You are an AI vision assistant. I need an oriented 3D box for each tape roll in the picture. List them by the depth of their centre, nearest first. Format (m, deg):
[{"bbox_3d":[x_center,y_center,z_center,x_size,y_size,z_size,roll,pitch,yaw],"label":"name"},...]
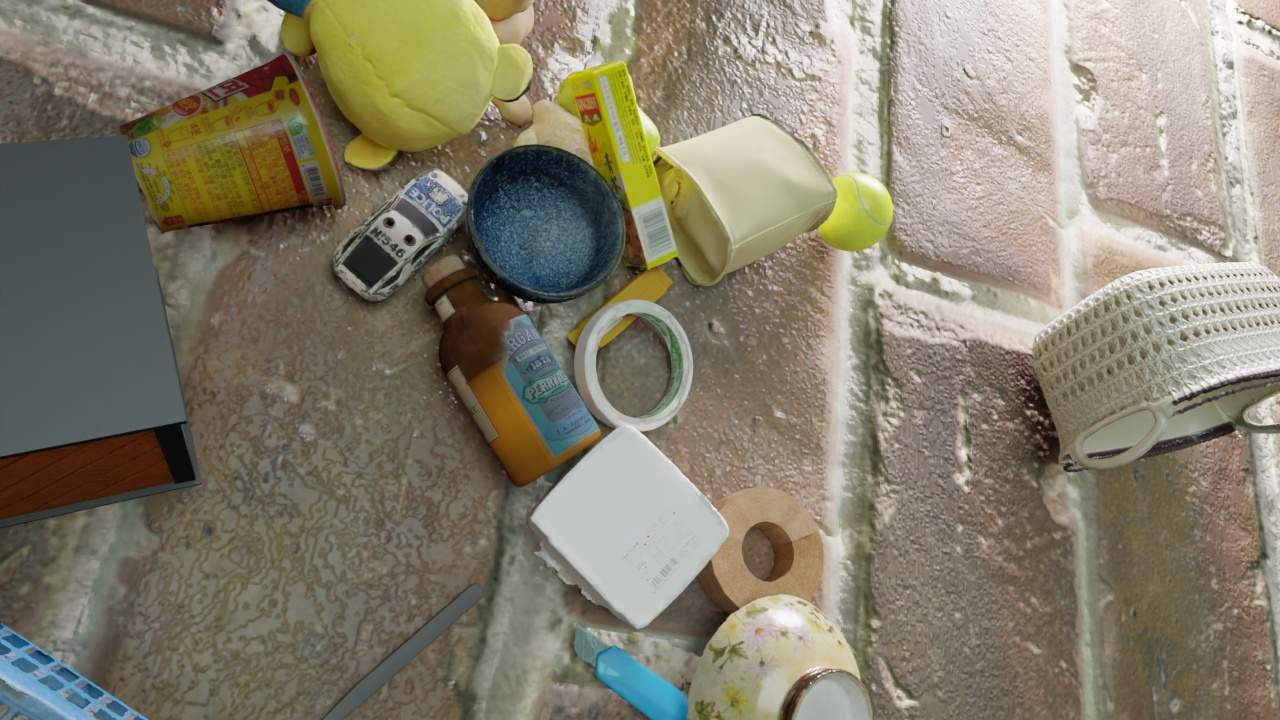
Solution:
[{"bbox_3d":[-0.004,0.004,0.665,0.093,0.018,0.094,2,86,-32],"label":"tape roll"},{"bbox_3d":[0.086,0.141,0.669,0.094,0.027,0.094,7,71,-21],"label":"tape roll"}]

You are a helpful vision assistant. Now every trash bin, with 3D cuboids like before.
[{"bbox_3d":[-0.313,-0.002,0.461,0.139,0.172,0.139,-12,79,-26],"label":"trash bin"}]

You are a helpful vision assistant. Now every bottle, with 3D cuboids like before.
[{"bbox_3d":[-0.094,0.002,0.613,0.067,0.068,0.157,-31,88,-28],"label":"bottle"}]

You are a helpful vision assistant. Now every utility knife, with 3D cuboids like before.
[{"bbox_3d":[0.021,0.232,0.617,0.175,0.015,0.031,41,60,-13],"label":"utility knife"}]

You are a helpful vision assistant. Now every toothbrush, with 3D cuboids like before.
[{"bbox_3d":[-0.160,0.193,0.557,0.167,0.013,0.013,-39,91,-29],"label":"toothbrush"}]

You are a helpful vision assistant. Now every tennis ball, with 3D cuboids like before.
[{"bbox_3d":[0.178,-0.124,0.770,0.065,0.065,0.065,7,71,-21],"label":"tennis ball"}]

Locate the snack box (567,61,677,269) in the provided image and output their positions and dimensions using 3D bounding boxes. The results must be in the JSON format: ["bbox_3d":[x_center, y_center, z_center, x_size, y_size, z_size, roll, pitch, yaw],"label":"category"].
[{"bbox_3d":[-0.012,-0.141,0.674,0.028,0.040,0.148,-26,112,-24],"label":"snack box"}]

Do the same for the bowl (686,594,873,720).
[{"bbox_3d":[0.107,0.235,0.609,0.145,0.063,0.145,2,87,-32],"label":"bowl"}]

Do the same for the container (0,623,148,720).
[{"bbox_3d":[-0.389,0.180,0.383,0.362,0.089,0.257,38,86,-8],"label":"container"}]

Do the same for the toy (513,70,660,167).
[{"bbox_3d":[-0.044,-0.173,0.703,0.117,0.043,0.092,-32,98,-24],"label":"toy"}]

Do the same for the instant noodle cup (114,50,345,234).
[{"bbox_3d":[-0.257,-0.131,0.574,0.112,0.100,0.100,-21,83,-19],"label":"instant noodle cup"}]

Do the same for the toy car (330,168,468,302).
[{"bbox_3d":[-0.161,-0.089,0.629,0.048,0.041,0.112,41,62,-8],"label":"toy car"}]

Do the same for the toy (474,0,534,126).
[{"bbox_3d":[-0.108,-0.258,0.672,0.134,0.108,0.105,36,43,-9],"label":"toy"}]

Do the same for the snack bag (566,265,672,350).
[{"bbox_3d":[-0.015,-0.038,0.686,0.099,0.020,0.026,-43,99,-28],"label":"snack bag"}]

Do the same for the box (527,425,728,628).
[{"bbox_3d":[-0.016,0.116,0.631,0.107,0.095,0.102,45,74,1],"label":"box"}]

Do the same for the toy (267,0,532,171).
[{"bbox_3d":[-0.188,-0.230,0.609,0.214,0.149,0.083,52,32,-9],"label":"toy"}]

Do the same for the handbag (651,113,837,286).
[{"bbox_3d":[0.076,-0.132,0.725,0.119,0.081,0.111,-28,79,-26],"label":"handbag"}]

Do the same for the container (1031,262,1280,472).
[{"bbox_3d":[0.468,0.008,0.796,0.251,0.185,0.143,-5,64,-26],"label":"container"}]

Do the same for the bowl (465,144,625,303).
[{"bbox_3d":[-0.074,-0.090,0.655,0.114,0.061,0.114,7,73,-22],"label":"bowl"}]
